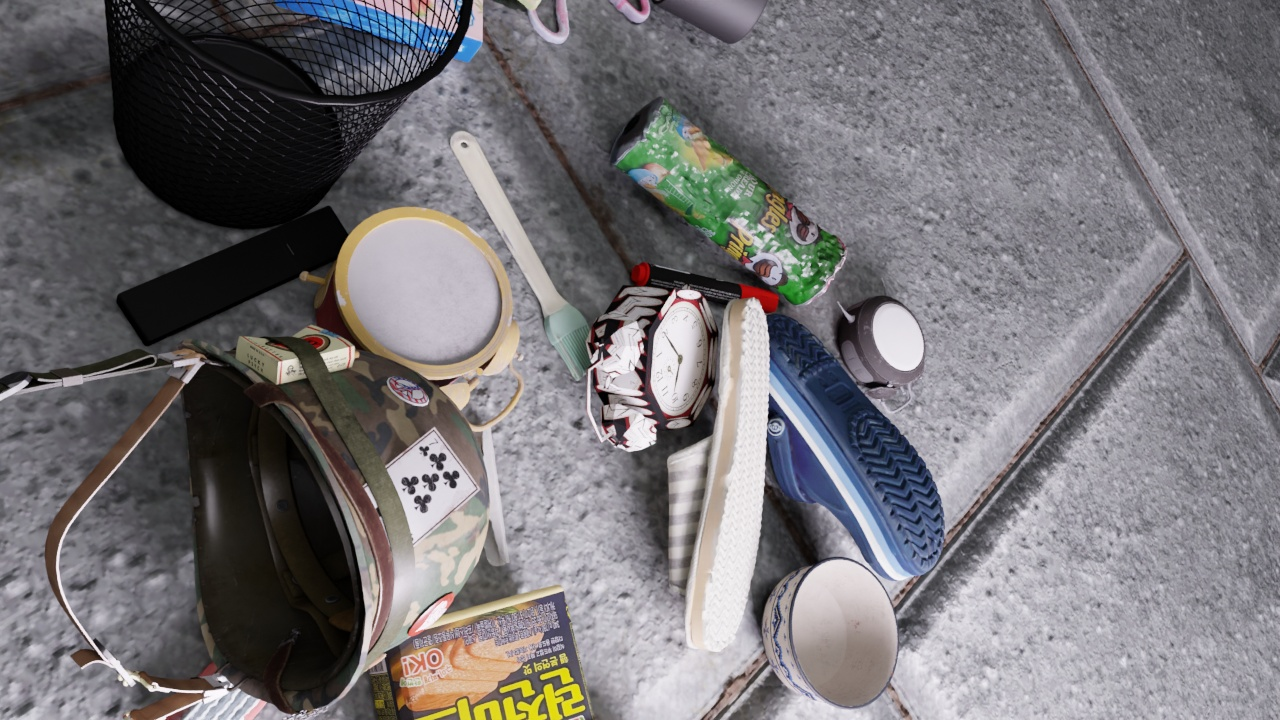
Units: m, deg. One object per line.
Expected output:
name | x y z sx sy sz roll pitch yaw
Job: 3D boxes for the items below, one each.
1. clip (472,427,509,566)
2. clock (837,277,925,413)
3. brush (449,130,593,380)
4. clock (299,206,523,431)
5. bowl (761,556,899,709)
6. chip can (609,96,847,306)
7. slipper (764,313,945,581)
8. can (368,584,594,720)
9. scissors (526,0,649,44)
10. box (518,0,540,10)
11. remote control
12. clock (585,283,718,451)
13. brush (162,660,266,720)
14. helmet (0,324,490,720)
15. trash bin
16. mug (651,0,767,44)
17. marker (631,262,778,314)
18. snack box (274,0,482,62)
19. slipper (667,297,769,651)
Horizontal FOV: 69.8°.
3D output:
clip | -0.122 0.095 0.641 0.054 0.041 0.101 5 70 -51
clock | 0.239 -0.013 0.887 0.091 0.044 0.123 -26 90 -36
brush | -0.092 -0.085 0.722 0.033 0.012 0.217 -29 90 -35
clock | -0.146 -0.020 0.622 0.159 0.081 0.116 48 53 -8
bowl | 0.147 0.220 0.744 0.115 0.059 0.115 11 69 -30
chip can | 0.078 -0.139 0.808 0.223 0.076 0.075 34 59 -19
slipper | 0.160 0.075 0.787 0.104 0.095 0.252 -8 61 -52
can | -0.101 0.209 0.584 0.130 0.073 0.101 -7 76 -34
scissors | -0.070 -0.347 0.818 0.170 0.014 0.167 38 58 -17
box | -0.138 -0.375 0.740 0.187 0.048 0.140 33 46 -14
remote control | -0.261 -0.058 0.603 0.149 0.013 0.034 -34 95 -35
clock | -0.004 0.004 0.698 0.154 0.065 0.115 -37 126 -49
brush | -0.214 0.165 0.552 0.041 0.030 0.171 46 56 -12
helmet | -0.192 0.081 0.475 0.235 0.224 0.193 -6 108 -29
trash bin | -0.225 -0.184 0.545 0.184 0.211 0.183 11 69 -30
mug | 0.065 -0.367 0.879 0.088 0.078 0.113 18 40 -27
marker | 0.057 -0.064 0.803 0.144 0.021 0.023 9 40 -30
snack box | -0.197 -0.295 0.708 0.154 0.033 0.088 7 71 -31
slipper | 0.063 0.084 0.713 0.114 0.054 0.272 28 68 -59
